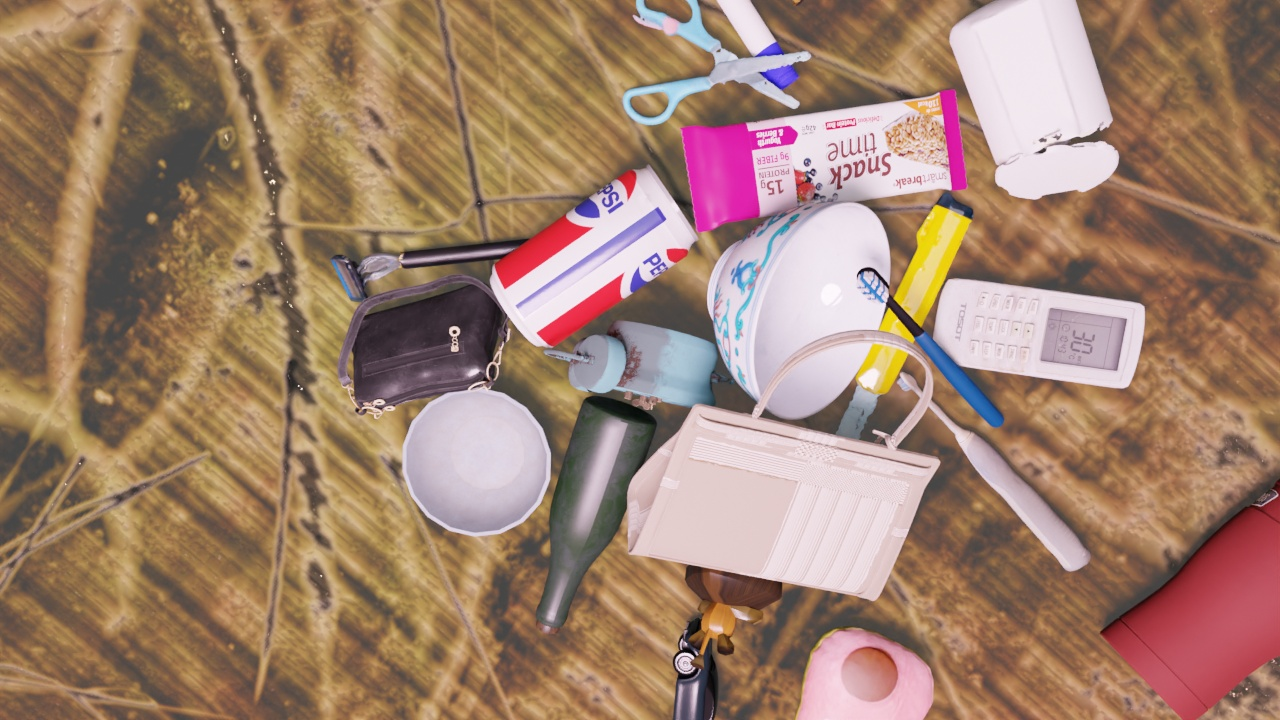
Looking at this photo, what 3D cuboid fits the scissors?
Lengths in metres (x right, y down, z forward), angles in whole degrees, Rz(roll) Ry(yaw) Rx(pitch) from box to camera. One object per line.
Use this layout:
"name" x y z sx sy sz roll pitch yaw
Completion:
"scissors" 0.043 -0.191 0.627 0.141 0.015 0.111 35 105 12

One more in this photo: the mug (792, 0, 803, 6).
"mug" 0.082 -0.300 0.579 0.094 0.123 0.101 23 142 -8

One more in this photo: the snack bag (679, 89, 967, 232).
"snack bag" 0.127 -0.135 0.617 0.196 0.016 0.070 -10 97 -10

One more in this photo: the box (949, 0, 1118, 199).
"box" 0.255 -0.165 0.590 0.080 0.089 0.143 -20 97 25

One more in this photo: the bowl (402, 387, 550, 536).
"bowl" -0.114 0.070 0.663 0.106 0.039 0.106 0 96 4

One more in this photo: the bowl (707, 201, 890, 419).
"bowl" 0.093 -0.041 0.608 0.074 0.143 0.144 25 99 41

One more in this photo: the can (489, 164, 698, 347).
"can" -0.032 -0.070 0.626 0.132 0.070 0.070 -34 93 7

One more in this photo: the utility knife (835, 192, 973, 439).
"utility knife" 0.174 -0.010 0.645 0.030 0.019 0.224 26 94 12

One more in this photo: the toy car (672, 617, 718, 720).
"toy car" 0.040 0.246 0.669 0.034 0.046 0.112 6 95 8

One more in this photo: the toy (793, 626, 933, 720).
"toy" 0.154 0.248 0.659 0.090 0.051 0.110 25 98 2

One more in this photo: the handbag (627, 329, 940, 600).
"handbag" 0.106 0.059 0.570 0.175 0.062 0.198 14 130 -13

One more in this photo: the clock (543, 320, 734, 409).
"clock" -0.004 0.004 0.623 0.124 0.090 0.053 14 85 -13

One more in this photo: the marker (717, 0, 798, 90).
"marker" 0.061 -0.248 0.626 0.020 0.020 0.141 -33 93 6

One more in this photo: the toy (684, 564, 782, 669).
"toy" 0.059 0.169 0.640 0.076 0.099 0.062 -2 139 37

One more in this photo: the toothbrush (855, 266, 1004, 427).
"toothbrush" 0.197 -0.005 0.617 0.014 0.014 0.167 -29 120 37

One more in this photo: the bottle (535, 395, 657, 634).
"bottle" -0.041 0.114 0.656 0.055 0.055 0.174 19 98 1

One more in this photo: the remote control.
"remote control" 0.273 -0.019 0.634 0.138 0.025 0.060 8 97 3

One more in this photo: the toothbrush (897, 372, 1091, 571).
"toothbrush" 0.248 0.076 0.648 0.185 0.024 0.022 46 58 -2

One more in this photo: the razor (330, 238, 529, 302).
"razor" -0.145 -0.073 0.661 0.144 0.022 0.043 -9 138 0

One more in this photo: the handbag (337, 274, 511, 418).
"handbag" -0.150 -0.006 0.633 0.129 0.054 0.079 -14 60 11

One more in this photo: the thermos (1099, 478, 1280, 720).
"thermos" 0.422 0.158 0.608 0.199 0.084 0.108 -44 57 9
